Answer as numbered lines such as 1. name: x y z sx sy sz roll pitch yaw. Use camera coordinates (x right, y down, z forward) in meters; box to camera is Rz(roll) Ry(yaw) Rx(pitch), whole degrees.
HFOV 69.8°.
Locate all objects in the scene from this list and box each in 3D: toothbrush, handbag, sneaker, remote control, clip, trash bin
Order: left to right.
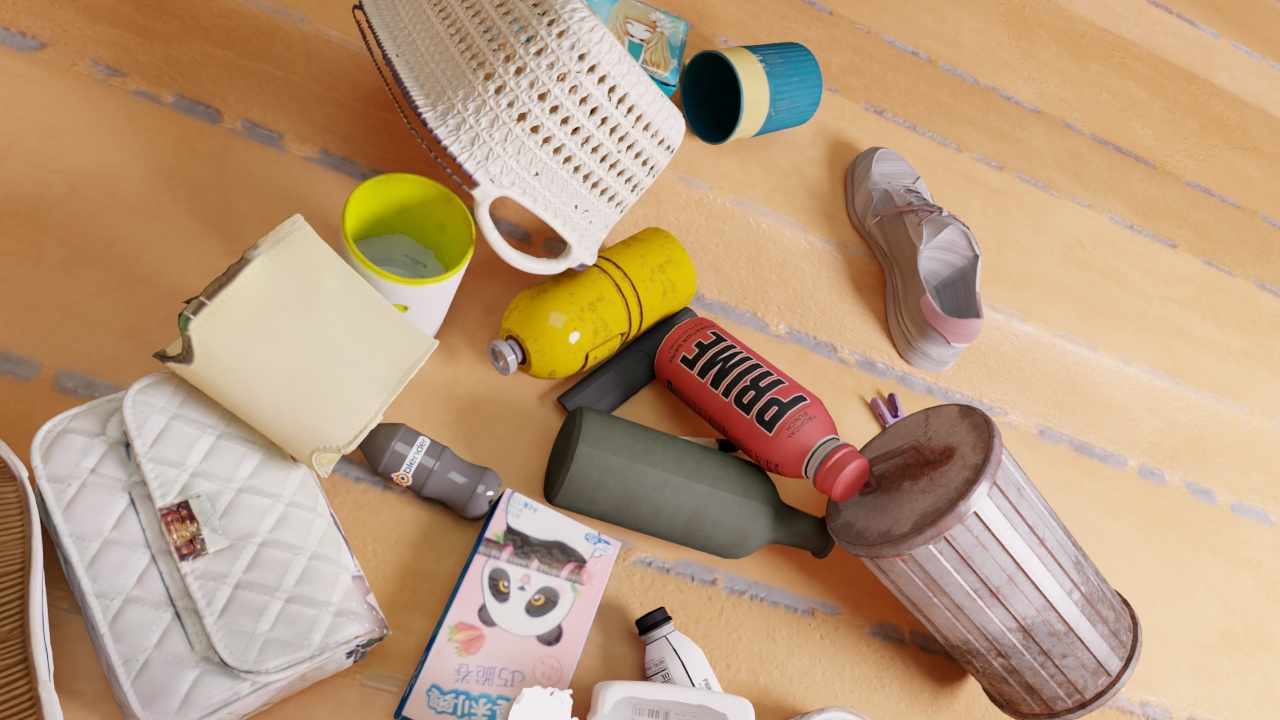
1. sneaker: -0.343 0.150 0.442 0.120 0.127 0.294 -16 52 -36
2. handbag: -0.240 0.101 0.511 0.138 0.073 0.195 -23 75 -33
3. handbag: -0.196 -0.007 0.528 0.119 0.081 0.110 44 37 -14
4. remote control: -0.004 0.004 0.701 0.146 0.015 0.033 -37 83 -34
5. toothbrush: 0.055 0.067 0.696 0.186 0.012 0.017 5 66 -21
6. clip: 0.213 0.052 0.774 0.033 0.013 0.051 -10 71 -26
7. sneaker: 0.259 -0.113 0.833 0.099 0.090 0.235 0 64 -24
8. trash bin: 0.234 0.136 0.637 0.211 0.131 0.130 47 54 -16

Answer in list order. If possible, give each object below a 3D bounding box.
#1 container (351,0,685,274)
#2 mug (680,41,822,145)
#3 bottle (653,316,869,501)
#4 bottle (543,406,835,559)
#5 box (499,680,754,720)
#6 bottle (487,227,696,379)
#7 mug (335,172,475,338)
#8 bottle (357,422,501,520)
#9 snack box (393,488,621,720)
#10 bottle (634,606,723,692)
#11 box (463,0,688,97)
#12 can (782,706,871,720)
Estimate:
1. container: -0.082 -0.189 0.636 0.184 0.143 0.251 36 18 -50
2. mug: 0.094 -0.256 0.849 0.107 0.083 0.113 -21 46 -31
3. bottle: 0.085 0.035 0.648 0.062 0.062 0.176 -21 43 -31
4. bottle: 0.039 0.095 0.639 0.206 0.072 0.071 19 58 -13
5. box: -0.017 0.230 0.506 0.189 0.101 0.111 16 65 -24
6. bottle: -0.039 -0.036 0.674 0.163 0.071 0.071 -32 80 -33
7. mug: -0.161 -0.061 0.611 0.082 0.106 0.082 10 61 -19
8. bottle: -0.144 0.066 0.594 0.110 0.036 0.036 29 56 -7
9. snack box: -0.079 0.166 0.572 0.088 0.033 0.153 27 57 -8
10. bottle: 0.031 0.215 0.590 0.041 0.041 0.116 -19 73 -31
11. box: -0.068 -0.309 0.823 0.226 0.040 0.094 18 58 -14
12. can: 0.124 0.273 0.599 0.086 0.043 0.086 11 58 -19
